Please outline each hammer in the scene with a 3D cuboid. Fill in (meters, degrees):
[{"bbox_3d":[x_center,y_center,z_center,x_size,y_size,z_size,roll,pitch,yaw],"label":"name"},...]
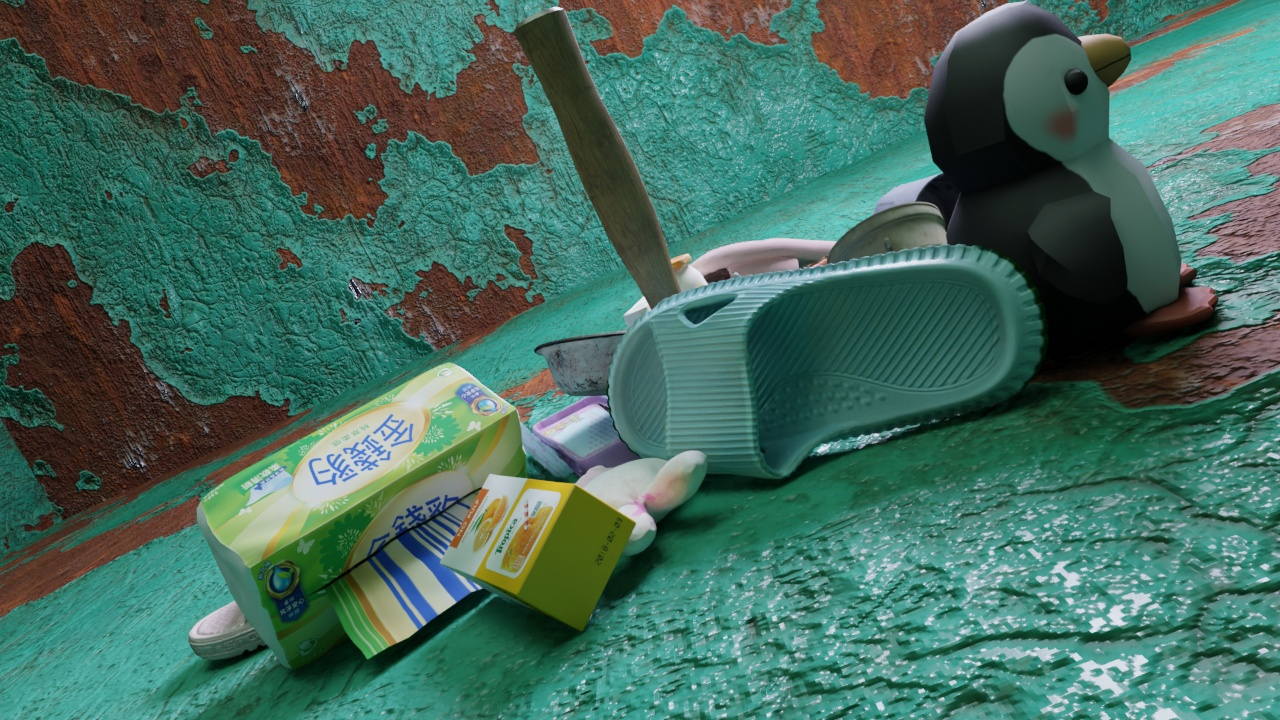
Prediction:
[{"bbox_3d":[-0.009,-0.085,0.624,0.132,0.305,0.040,-26,10,-8],"label":"hammer"}]

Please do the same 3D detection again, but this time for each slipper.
[{"bbox_3d":[-0.222,0.137,0.685,0.239,0.064,0.094,-25,9,-12],"label":"slipper"},{"bbox_3d":[0.081,0.004,0.518,0.277,0.116,0.069,-13,1,35],"label":"slipper"},{"bbox_3d":[0.131,-0.083,0.918,0.221,0.055,0.107,-7,-13,-20],"label":"slipper"}]

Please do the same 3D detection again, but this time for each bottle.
[{"bbox_3d":[0.049,-0.042,0.836,0.063,0.109,0.063,-24,10,4],"label":"bottle"}]

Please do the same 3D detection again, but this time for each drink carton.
[{"bbox_3d":[-0.060,0.098,0.489,0.123,0.040,0.058,-8,51,60],"label":"drink carton"}]

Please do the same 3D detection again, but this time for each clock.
[{"bbox_3d":[0.210,-0.071,0.708,0.140,0.054,0.093,0,-32,-34],"label":"clock"}]

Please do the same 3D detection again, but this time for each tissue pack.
[{"bbox_3d":[-0.147,0.108,0.573,0.197,0.120,0.141,-37,51,-28],"label":"tissue pack"}]

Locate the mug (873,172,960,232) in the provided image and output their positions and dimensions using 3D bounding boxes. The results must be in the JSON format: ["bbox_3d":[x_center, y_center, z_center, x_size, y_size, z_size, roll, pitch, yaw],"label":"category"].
[{"bbox_3d":[0.287,-0.127,0.841,0.124,0.084,0.104,-2,5,-7],"label":"mug"}]

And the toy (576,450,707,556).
[{"bbox_3d":[-0.009,0.081,0.532,0.075,0.037,0.126,-39,12,-23],"label":"toy"}]

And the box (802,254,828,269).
[{"bbox_3d":[0.145,-0.048,0.753,0.186,0.076,0.055,-29,44,-33],"label":"box"}]

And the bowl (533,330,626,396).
[{"bbox_3d":[-0.005,0.004,0.729,0.157,0.038,0.157,-4,-5,-1],"label":"bowl"}]

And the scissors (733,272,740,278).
[{"bbox_3d":[0.126,-0.036,0.681,0.141,0.013,0.113,32,29,28],"label":"scissors"}]

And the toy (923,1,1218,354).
[{"bbox_3d":[0.212,-0.100,0.514,0.140,0.184,0.158,-19,10,25],"label":"toy"}]

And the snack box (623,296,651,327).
[{"bbox_3d":[0.027,-0.029,0.909,0.026,0.082,0.149,-20,11,19],"label":"snack box"}]

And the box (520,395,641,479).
[{"bbox_3d":[-0.071,0.056,0.752,0.140,0.062,0.214,9,0,-16],"label":"box"}]
